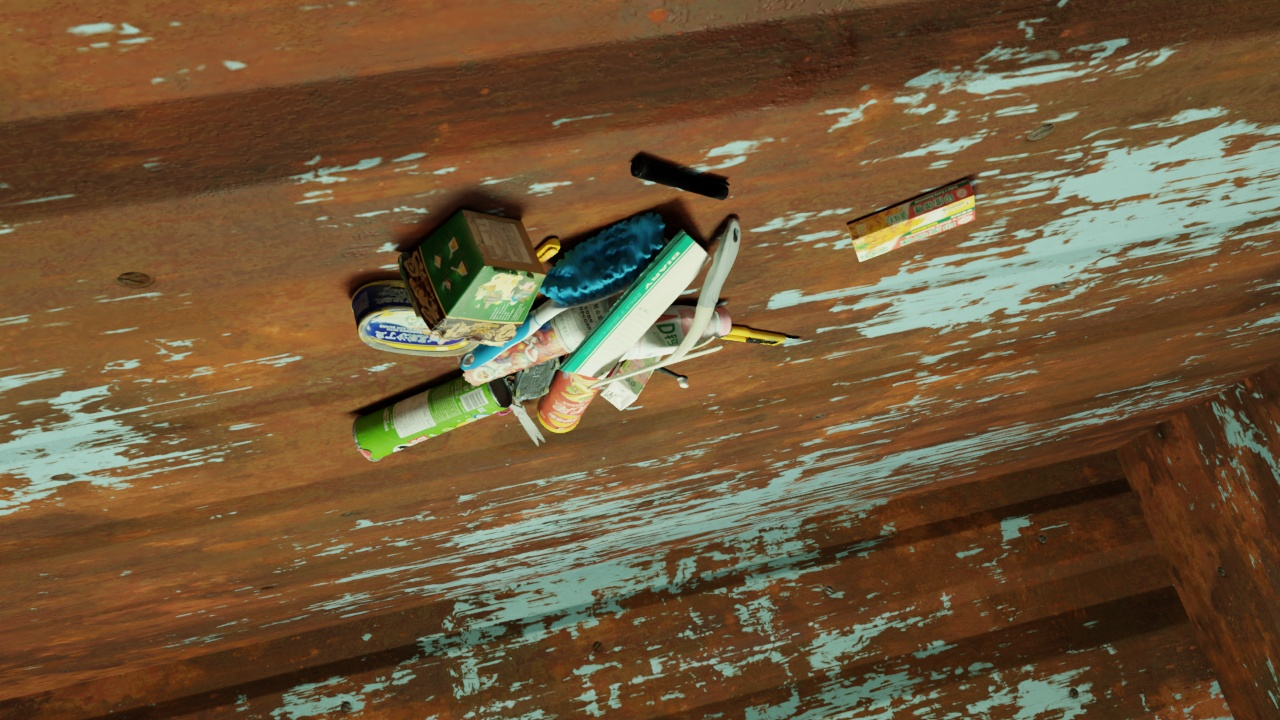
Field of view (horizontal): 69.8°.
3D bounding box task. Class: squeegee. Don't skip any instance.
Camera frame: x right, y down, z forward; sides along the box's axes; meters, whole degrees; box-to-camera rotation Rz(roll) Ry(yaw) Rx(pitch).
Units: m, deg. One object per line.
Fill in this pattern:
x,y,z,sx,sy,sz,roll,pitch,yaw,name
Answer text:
0.075,-0.067,1.140,0.245,0.039,0.247,-16,143,-43,squeegee

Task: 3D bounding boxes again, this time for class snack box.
0.346,-0.177,1.174,0.156,0.027,0.077,-20,159,15,snack box
-0.168,-0.093,0.964,0.118,0.117,0.106,4,140,-46,snack box

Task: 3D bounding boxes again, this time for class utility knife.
0.189,-0.036,1.443,0.196,0.015,0.033,5,154,-41,utility knife

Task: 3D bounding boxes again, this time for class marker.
-0.132,-0.106,1.063,0.018,0.015,0.124,10,150,-39,marker
0.044,-0.189,0.961,0.131,0.020,0.022,5,135,-42,marker

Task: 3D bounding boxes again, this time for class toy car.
-0.153,0.017,1.320,0.054,0.036,0.121,-7,149,-23,toy car

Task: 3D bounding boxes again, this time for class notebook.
-0.003,-0.061,1.087,0.209,0.012,0.150,-48,166,8,notebook

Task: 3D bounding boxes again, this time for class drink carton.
-0.008,0.008,1.297,0.045,0.122,0.054,37,142,-8,drink carton

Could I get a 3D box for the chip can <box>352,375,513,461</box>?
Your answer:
-0.303,0.076,1.333,0.236,0.072,0.072,-22,158,17,chip can

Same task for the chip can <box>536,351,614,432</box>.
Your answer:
-0.098,0.036,1.364,0.073,0.073,0.217,-6,156,-22,chip can

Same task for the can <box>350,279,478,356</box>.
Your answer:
-0.254,-0.047,1.053,0.148,0.049,0.075,7,133,-34,can

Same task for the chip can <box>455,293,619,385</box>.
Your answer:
-0.127,-0.033,1.174,0.215,0.071,0.071,-19,159,13,chip can

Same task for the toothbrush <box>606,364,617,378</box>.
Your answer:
0.005,-0.018,1.371,0.188,0.016,0.017,-38,-173,42,toothbrush

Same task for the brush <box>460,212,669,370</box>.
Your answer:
-0.099,-0.071,1.082,0.315,0.060,0.109,-27,164,9,brush

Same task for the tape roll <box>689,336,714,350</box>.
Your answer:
0.072,-0.036,1.369,0.086,0.014,0.086,-13,159,-5,tape roll

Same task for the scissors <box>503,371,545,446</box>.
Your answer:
-0.178,0.075,1.406,0.173,0.014,0.141,22,125,-32,scissors

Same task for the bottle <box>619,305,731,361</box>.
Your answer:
0.030,-0.040,1.263,0.196,0.068,0.068,-9,158,-22,bottle

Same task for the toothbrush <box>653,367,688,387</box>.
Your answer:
0.033,0.019,1.482,0.016,0.018,0.181,-21,157,25,toothbrush

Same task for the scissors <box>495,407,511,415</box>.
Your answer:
-0.223,0.061,1.426,0.134,0.017,0.124,-29,152,24,scissors
